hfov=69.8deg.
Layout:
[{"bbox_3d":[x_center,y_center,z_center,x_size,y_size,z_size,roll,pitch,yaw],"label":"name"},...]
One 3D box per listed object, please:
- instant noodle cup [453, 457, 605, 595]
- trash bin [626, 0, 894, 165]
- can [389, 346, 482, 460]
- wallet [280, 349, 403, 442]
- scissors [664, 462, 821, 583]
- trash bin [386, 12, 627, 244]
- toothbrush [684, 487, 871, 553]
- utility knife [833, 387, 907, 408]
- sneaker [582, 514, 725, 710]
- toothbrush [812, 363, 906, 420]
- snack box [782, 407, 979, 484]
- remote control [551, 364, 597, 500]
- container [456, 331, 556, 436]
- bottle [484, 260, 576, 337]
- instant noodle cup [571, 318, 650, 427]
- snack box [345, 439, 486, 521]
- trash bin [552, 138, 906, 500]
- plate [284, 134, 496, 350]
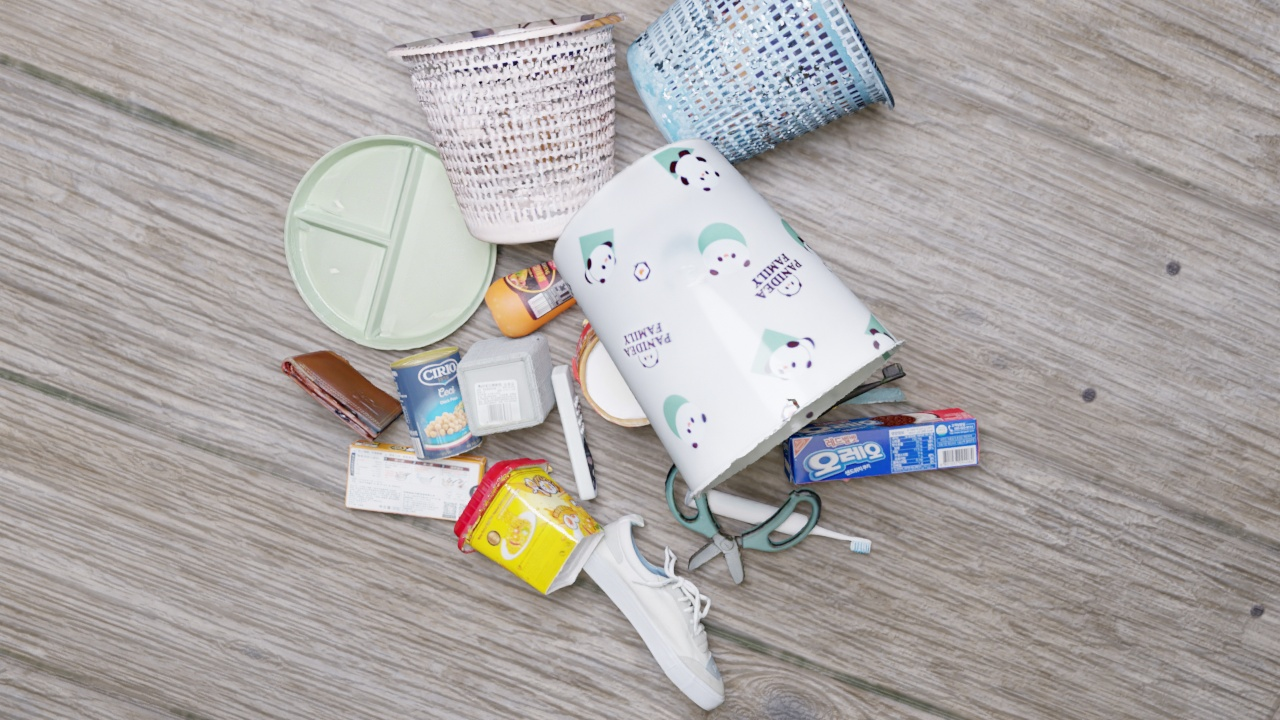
[{"bbox_3d":[-0.116,0.182,0.993,0.124,0.116,0.116,35,99,18],"label":"instant noodle cup"},{"bbox_3d":[0.103,-0.290,0.881,0.195,0.226,0.226,-29,99,19],"label":"trash bin"},{"bbox_3d":[-0.222,0.048,1.003,0.075,0.075,0.111,-13,100,2],"label":"can"},{"bbox_3d":[-0.318,0.034,0.988,0.124,0.101,0.032,38,96,-6],"label":"wallet"},{"bbox_3d":[0.112,0.165,1.023,0.170,0.019,0.175,-24,104,8],"label":"scissors"},{"bbox_3d":[-0.112,-0.225,0.897,0.227,0.227,0.192,-8,113,2],"label":"trash bin"},{"bbox_3d":[0.160,0.183,1.051,0.221,0.027,0.026,16,75,-3],"label":"toothbrush"},{"bbox_3d":[0.182,0.046,1.027,0.231,0.015,0.033,-4,123,3],"label":"utility knife"},{"bbox_3d":[0.033,0.280,1.045,0.091,0.089,0.242,-38,92,2],"label":"sneaker"},{"bbox_3d":[0.187,0.052,1.006,0.213,0.026,0.027,-24,74,14],"label":"toothbrush"},{"bbox_3d":[0.263,0.095,1.018,0.207,0.058,0.057,-7,100,1],"label":"snack box"},{"bbox_3d":[-0.071,0.079,1.017,0.021,0.058,0.150,-13,101,1],"label":"remote control"},{"bbox_3d":[-0.142,0.025,0.978,0.090,0.114,0.090,-11,100,2],"label":"container"},{"bbox_3d":[-0.091,-0.081,0.989,0.149,0.067,0.067,-27,99,-2],"label":"bottle"},{"bbox_3d":[-0.006,0.006,0.977,0.138,0.108,0.138,0,101,0],"label":"instant noodle cup"},{"bbox_3d":[-0.256,0.138,1.045,0.154,0.026,0.075,8,101,-1],"label":"snack box"},{"bbox_3d":[0.065,-0.043,0.820,0.230,0.229,0.252,-38,79,6],"label":"trash bin"},{"bbox_3d":[-0.269,-0.126,0.995,0.230,0.027,0.230,0,101,0],"label":"plate"}]
